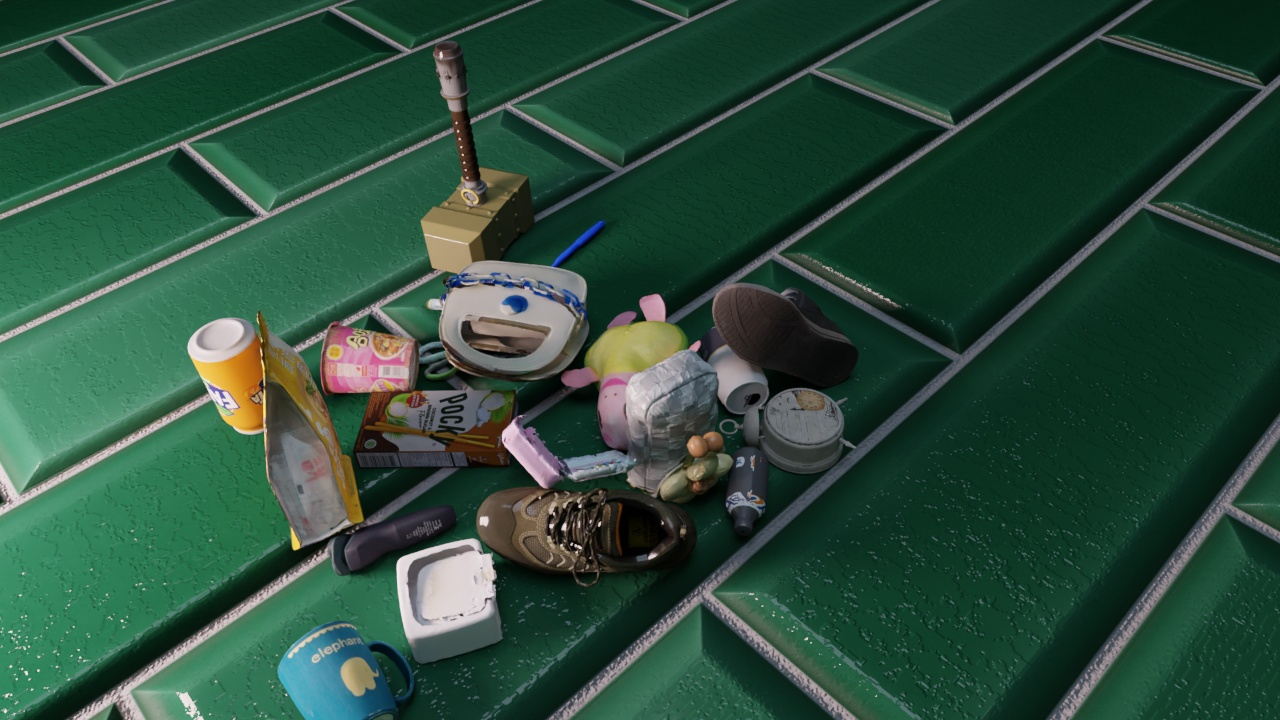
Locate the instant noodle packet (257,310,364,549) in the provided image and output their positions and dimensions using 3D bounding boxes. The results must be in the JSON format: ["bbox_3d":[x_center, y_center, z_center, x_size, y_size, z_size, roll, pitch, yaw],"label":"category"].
[{"bbox_3d":[-0.380,0.068,1.012,0.084,0.222,0.163,-16,29,-14],"label":"instant noodle packet"}]

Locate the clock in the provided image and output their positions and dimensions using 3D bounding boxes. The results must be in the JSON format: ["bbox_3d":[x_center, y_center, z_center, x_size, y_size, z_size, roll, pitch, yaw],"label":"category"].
[{"bbox_3d":[0.175,0.078,1.107,0.157,0.061,0.103,1,44,1],"label":"clock"}]

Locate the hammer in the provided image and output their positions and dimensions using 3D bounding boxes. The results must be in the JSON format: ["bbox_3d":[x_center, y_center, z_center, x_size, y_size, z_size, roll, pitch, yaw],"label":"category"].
[{"bbox_3d":[-0.251,-0.302,1.331,0.101,0.325,0.189,14,47,17],"label":"hammer"}]

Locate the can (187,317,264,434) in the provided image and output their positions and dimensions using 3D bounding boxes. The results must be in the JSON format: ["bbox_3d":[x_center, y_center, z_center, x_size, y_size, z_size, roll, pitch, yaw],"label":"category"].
[{"bbox_3d":[-0.501,0.021,1.146,0.079,0.143,0.079,-2,44,1],"label":"can"}]

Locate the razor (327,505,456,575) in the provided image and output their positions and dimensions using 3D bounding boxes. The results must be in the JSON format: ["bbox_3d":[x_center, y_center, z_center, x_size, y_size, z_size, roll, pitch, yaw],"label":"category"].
[{"bbox_3d":[-0.276,0.196,1.028,0.142,0.047,0.052,-18,22,-18],"label":"razor"}]

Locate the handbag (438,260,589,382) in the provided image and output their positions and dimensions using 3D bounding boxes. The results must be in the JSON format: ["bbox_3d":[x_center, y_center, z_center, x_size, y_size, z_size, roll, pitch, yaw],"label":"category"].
[{"bbox_3d":[-0.169,-0.053,1.204,0.201,0.093,0.199,6,38,5],"label":"handbag"}]

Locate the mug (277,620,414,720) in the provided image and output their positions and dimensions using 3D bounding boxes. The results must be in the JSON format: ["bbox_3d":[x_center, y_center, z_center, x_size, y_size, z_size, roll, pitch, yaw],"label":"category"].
[{"bbox_3d":[-0.274,0.314,0.887,0.112,0.085,0.104,-8,43,-48],"label":"mug"}]

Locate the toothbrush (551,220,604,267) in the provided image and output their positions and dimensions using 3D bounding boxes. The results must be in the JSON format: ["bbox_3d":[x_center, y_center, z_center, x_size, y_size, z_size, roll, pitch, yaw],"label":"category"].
[{"bbox_3d":[-0.111,-0.169,1.408,0.016,0.018,0.182,4,39,43],"label":"toothbrush"}]

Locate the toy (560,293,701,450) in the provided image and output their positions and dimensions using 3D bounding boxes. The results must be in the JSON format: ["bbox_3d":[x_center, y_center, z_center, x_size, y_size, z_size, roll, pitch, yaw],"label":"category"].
[{"bbox_3d":[-0.007,0.007,1.170,0.190,0.088,0.237,-12,43,15],"label":"toy"}]

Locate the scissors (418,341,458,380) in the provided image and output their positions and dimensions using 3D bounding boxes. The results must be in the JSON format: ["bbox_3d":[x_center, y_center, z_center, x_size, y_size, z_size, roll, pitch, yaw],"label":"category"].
[{"bbox_3d":[-0.220,-0.017,1.264,0.175,0.033,0.078,-23,44,-14],"label":"scissors"}]

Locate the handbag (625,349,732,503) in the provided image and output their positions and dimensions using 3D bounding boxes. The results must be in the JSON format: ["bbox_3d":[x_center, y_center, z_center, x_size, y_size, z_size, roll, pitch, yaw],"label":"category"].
[{"bbox_3d":[0.045,0.081,1.032,0.112,0.172,0.123,-25,48,-21],"label":"handbag"}]

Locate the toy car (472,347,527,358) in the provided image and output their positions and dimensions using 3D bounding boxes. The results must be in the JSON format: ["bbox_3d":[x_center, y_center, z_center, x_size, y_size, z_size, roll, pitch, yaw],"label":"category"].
[{"bbox_3d":[-0.186,-0.006,1.234,0.105,0.033,0.048,-22,39,-36],"label":"toy car"}]

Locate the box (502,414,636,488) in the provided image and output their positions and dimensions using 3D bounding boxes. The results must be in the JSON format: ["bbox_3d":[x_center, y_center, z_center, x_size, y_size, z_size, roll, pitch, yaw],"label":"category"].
[{"bbox_3d":[-0.089,0.110,1.016,0.150,0.201,0.073,21,85,-6],"label":"box"}]

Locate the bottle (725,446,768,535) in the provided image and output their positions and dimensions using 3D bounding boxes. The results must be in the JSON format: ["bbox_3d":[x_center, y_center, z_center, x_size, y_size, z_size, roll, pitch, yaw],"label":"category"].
[{"bbox_3d":[0.122,0.149,1.048,0.047,0.047,0.112,4,45,8],"label":"bottle"}]

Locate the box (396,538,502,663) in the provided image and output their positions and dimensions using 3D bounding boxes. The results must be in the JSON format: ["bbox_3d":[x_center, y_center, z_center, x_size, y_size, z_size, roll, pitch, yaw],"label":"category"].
[{"bbox_3d":[-0.198,0.242,0.952,0.102,0.076,0.107,-14,47,-9],"label":"box"}]

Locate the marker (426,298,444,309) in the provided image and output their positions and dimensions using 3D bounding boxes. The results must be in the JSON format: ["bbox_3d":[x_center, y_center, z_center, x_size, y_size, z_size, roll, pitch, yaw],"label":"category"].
[{"bbox_3d":[-0.236,-0.079,1.324,0.146,0.017,0.017,2,44,6],"label":"marker"}]

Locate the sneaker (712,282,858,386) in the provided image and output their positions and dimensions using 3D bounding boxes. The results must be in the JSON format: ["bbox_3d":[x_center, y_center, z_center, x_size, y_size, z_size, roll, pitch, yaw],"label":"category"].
[{"bbox_3d":[0.166,-0.053,1.162,0.234,0.095,0.120,17,26,-35],"label":"sneaker"}]

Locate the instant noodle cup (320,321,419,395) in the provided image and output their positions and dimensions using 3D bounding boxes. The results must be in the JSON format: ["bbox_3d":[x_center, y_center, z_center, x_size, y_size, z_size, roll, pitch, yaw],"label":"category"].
[{"bbox_3d":[-0.349,0.002,1.200,0.108,0.098,0.097,5,44,-3],"label":"instant noodle cup"}]

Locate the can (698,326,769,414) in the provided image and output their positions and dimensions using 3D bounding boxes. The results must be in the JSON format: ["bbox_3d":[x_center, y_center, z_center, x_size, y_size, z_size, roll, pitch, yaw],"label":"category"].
[{"bbox_3d":[0.121,0.013,1.174,0.064,0.064,0.127,-11,45,-8],"label":"can"}]

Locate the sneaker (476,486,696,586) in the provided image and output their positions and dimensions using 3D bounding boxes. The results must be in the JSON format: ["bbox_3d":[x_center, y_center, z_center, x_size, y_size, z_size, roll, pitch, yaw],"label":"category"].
[{"bbox_3d":[-0.058,0.180,0.947,0.238,0.143,0.101,3,78,1],"label":"sneaker"}]

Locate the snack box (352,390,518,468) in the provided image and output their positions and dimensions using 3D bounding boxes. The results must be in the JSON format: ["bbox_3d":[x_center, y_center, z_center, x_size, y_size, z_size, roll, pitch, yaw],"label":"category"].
[{"bbox_3d":[-0.252,0.085,1.146,0.186,0.032,0.100,-1,44,3],"label":"snack box"}]
